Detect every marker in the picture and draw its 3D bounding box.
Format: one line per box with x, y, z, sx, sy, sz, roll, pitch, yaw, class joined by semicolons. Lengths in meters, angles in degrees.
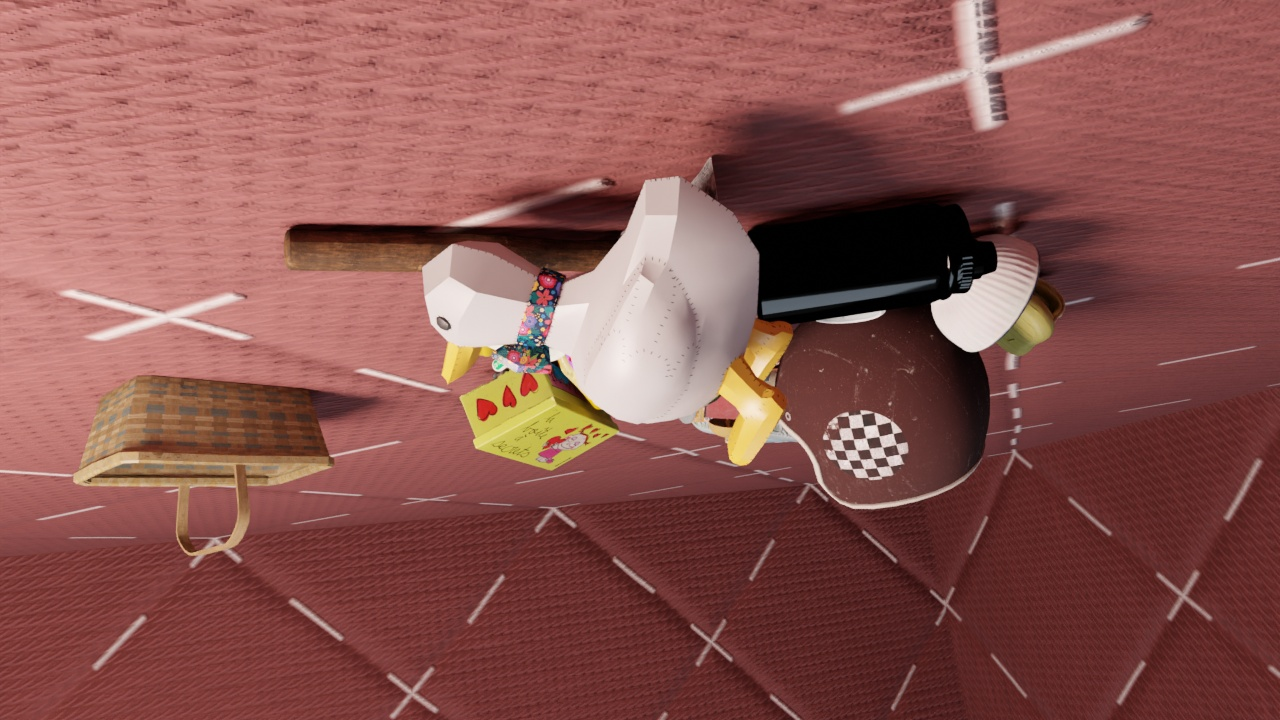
-0.138;-0.014;1.043;0.017;0.017;0.146;0;165;-28;marker

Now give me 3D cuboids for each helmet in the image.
0.267;0.044;1.023;0.234;0.254;0.232;-3;-151;39;helmet

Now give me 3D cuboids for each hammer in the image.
-0.109;-0.095;0.694;0.300;0.037;0.218;-1;165;-21;hammer

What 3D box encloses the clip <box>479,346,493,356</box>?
-0.154;-0.027;0.987;0.049;0.044;0.054;-41;173;-16;clip

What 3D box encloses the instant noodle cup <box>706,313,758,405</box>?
0.074;-0.035;0.889;0.123;0.123;0.122;2;154;-35;instant noodle cup

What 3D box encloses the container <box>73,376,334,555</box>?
-0.503;0.130;1.073;0.158;0.186;0.249;-18;163;38;container

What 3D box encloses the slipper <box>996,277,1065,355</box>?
0.435;-0.063;1.050;0.081;0.091;0.190;-50;170;5;slipper

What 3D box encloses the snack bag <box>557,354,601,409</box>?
-0.006;0.006;1.088;0.160;0.068;0.247;-10;166;4;snack bag

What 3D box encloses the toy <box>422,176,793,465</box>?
-0.018;-0.033;0.648;0.267;0.140;0.247;25;135;-11;toy

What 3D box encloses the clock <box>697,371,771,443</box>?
0.108;0.024;1.045;0.081;0.116;0.159;3;129;3;clock

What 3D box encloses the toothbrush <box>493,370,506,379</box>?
-0.136;0.034;1.239;0.017;0.016;0.180;-24;160;24;toothbrush

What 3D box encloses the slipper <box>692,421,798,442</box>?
0.189;0.078;1.426;0.245;0.104;0.074;2;166;-12;slipper

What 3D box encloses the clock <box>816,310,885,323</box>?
0.191;-0.069;0.914;0.118;0.057;0.083;-8;168;32;clock

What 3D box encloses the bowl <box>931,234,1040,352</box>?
0.318;-0.074;0.883;0.062;0.118;0.118;25;159;-9;bowl

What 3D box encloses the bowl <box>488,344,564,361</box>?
-0.103;-0.033;0.895;0.117;0.061;0.117;-7;165;-2;bowl

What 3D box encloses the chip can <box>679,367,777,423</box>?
0.162;0.048;1.330;0.214;0.075;0.075;-2;165;-21;chip can

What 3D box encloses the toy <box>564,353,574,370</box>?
-0.038;-0.017;0.778;0.056;0.088;0.106;-11;167;-9;toy

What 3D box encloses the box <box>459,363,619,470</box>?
-0.127;0.073;1.195;0.124;0.082;0.221;-29;162;9;box

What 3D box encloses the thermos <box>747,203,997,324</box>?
0.197;-0.085;0.790;0.198;0.086;0.086;-8;166;4;thermos
